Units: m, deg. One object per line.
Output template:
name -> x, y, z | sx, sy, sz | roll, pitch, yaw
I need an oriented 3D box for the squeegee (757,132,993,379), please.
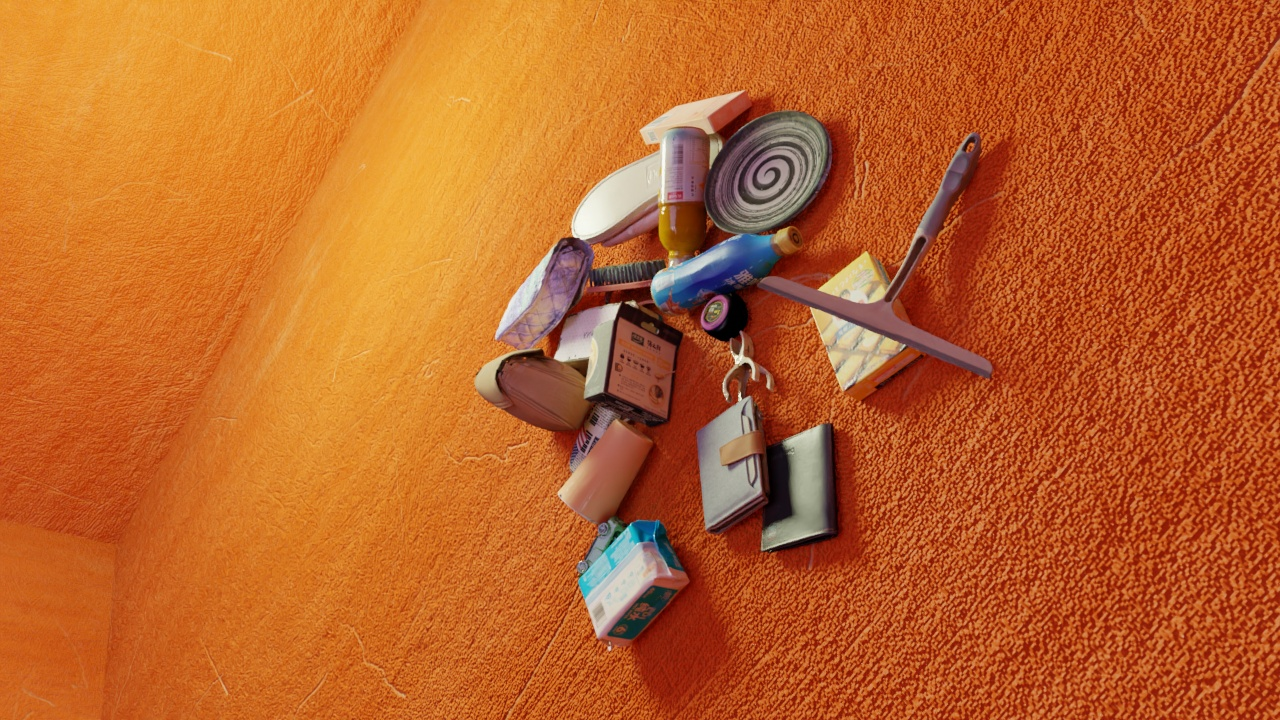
squeegee -> 0.286, -0.125, 0.930 | 0.247, 0.039, 0.246 | 25, 77, 27

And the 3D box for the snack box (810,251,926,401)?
snack box -> 0.234, -0.037, 0.962 | 0.087, 0.033, 0.140 | -40, 41, 30

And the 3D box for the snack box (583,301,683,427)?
snack box -> -0.007, 0.007, 1.171 | 0.053, 0.113, 0.125 | -20, 54, 45

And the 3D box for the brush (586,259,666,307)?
brush -> -0.009, -0.103, 1.292 | 0.146, 0.063, 0.069 | -1, 99, 50

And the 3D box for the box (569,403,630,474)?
box -> -0.043, 0.088, 1.235 | 0.164, 0.057, 0.071 | -61, 12, 3

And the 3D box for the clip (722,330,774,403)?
clip -> 0.131, 0.006, 1.067 | 0.093, 0.035, 0.103 | -20, 47, 49

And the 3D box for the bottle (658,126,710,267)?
bottle -> 0.058, -0.215, 1.235 | 0.068, 0.067, 0.189 | 3, 92, 52

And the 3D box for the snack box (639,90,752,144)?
snack box -> 0.077, -0.347, 1.316 | 0.084, 0.026, 0.157 | -40, 27, -27

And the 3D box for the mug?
mug -> -0.040, 0.140, 1.171 | 0.123, 0.078, 0.078 | -56, 36, 2

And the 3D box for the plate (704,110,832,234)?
plate -> 0.162, -0.234, 1.158 | 0.180, 0.024, 0.179 | -19, 57, 32

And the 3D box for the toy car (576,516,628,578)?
toy car -> -0.043, 0.238, 1.136 | 0.036, 0.043, 0.091 | 29, 85, 32

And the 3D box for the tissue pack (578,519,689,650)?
tissue pack -> -0.010, 0.259, 1.065 | 0.140, 0.063, 0.090 | -51, 39, 21

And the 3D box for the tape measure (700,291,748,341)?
tape measure -> 0.105, -0.052, 1.129 | 0.057, 0.039, 0.057 | -24, 47, 43

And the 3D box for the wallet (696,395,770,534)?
wallet -> 0.101, 0.115, 1.025 | 0.107, 0.037, 0.129 | -44, 37, 42

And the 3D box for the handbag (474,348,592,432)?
handbag -> -0.145, 0.038, 1.278 | 0.099, 0.147, 0.205 | -65, 17, -13

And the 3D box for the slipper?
slipper -> 0.016, -0.244, 1.341 | 0.275, 0.054, 0.114 | -26, 53, 26

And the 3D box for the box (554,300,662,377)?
box -> -0.052, -0.027, 1.298 | 0.185, 0.059, 0.089 | -6, 64, 52

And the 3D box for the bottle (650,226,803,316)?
bottle -> 0.107, -0.115, 1.142 | 0.219, 0.065, 0.065 | -21, 54, 43

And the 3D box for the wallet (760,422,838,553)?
wallet -> 0.165, 0.134, 0.959 | 0.097, 0.020, 0.122 | -26, 48, 42

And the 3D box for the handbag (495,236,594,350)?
handbag -> -0.146, -0.093, 1.400 | 0.194, 0.075, 0.134 | -35, 30, 56
